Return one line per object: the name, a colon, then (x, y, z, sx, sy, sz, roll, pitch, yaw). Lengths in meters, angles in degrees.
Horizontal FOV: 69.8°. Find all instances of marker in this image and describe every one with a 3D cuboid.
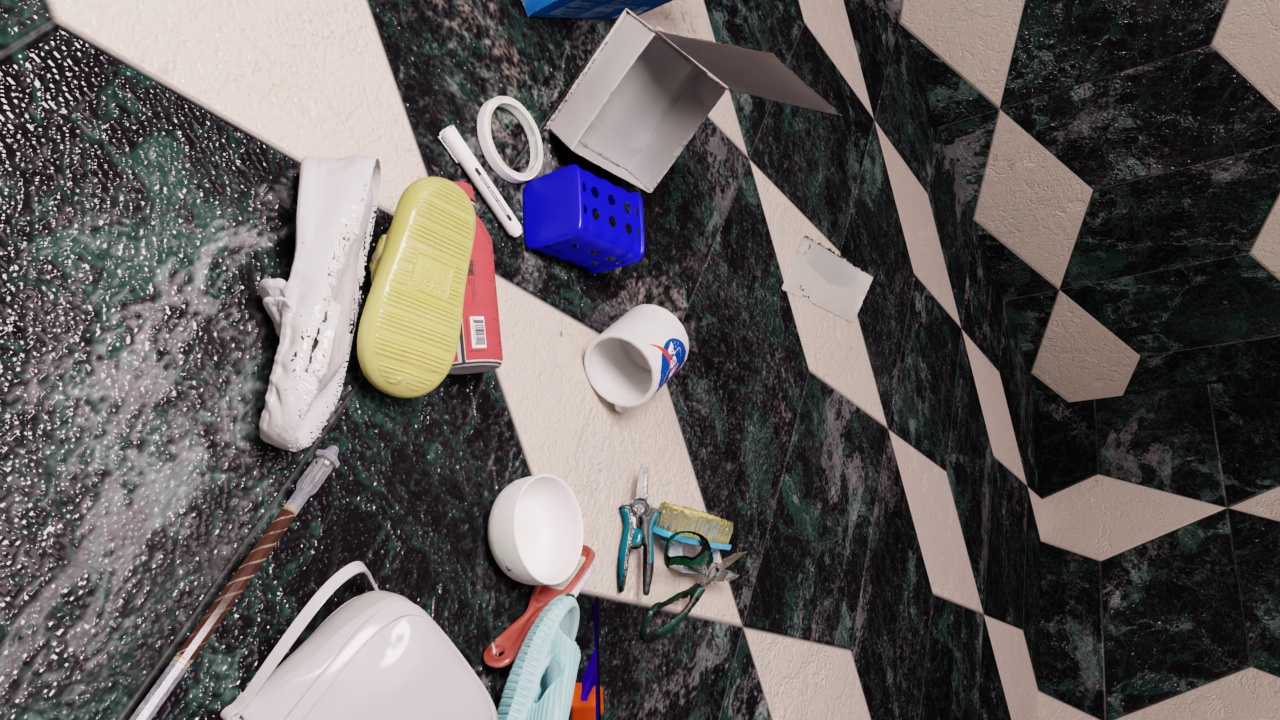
marker: (-0.162, -0.180, 0.939, 0.020, 0.017, 0.133, -40, 121, -12)

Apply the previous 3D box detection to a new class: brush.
brush: (-0.095, 0.245, 0.899, 0.171, 0.041, 0.030, -46, 134, -49)
brush: (0.054, 0.218, 1.115, 0.135, 0.055, 0.075, 24, 83, -51)

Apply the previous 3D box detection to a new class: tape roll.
tape roll: (-0.140, -0.238, 0.991, 0.093, 0.013, 0.093, 21, 64, -52)

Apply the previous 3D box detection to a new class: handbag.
handbag: (-0.228, 0.287, 0.673, 0.222, 0.096, 0.216, -46, 119, -37)

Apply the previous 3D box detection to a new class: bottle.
bottle: (-0.167, -0.078, 0.859, 0.062, 0.062, 0.176, 4, 77, -56)

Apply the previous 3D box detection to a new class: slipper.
slipper: (-0.101, 0.336, 0.802, 0.116, 0.069, 0.275, 94, 19, -47)
slipper: (-0.202, -0.065, 0.787, 0.091, 0.082, 0.190, 18, 83, -49)
slipper: (-0.254, -0.052, 0.712, 0.112, 0.074, 0.246, 78, 15, -71)

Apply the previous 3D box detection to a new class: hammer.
hammer: (-0.290, 0.178, 0.614, 0.098, 0.044, 0.321, 56, 39, -30)

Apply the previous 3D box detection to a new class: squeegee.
squeegee: (-0.055, 0.370, 0.885, 0.249, 0.055, 0.185, -105, -165, -77)

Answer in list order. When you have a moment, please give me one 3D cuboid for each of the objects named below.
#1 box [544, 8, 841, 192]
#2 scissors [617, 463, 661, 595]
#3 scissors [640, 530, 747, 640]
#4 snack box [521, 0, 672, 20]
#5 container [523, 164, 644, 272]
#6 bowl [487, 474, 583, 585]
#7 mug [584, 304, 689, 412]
box: (0.137, -0.338, 0.989, 0.166, 0.508, 0.148, 15, 64, -53)
scissors: (-0.008, 0.195, 1.046, 0.138, 0.019, 0.129, -38, 85, -22)
scissors: (0.065, 0.278, 1.102, 0.209, 0.015, 0.154, 28, 84, -53)
snack box: (-0.004, -0.467, 1.096, 0.238, 0.196, 0.056, -29, 106, -56)
container: (-0.063, -0.155, 1.017, 0.113, 0.085, 0.084, 14, 68, -53)
bowl: (-0.106, 0.165, 0.887, 0.104, 0.054, 0.104, 27, 57, -51)
mug: (-0.006, 0.006, 1.064, 0.089, 0.091, 0.121, -43, 151, -52)
